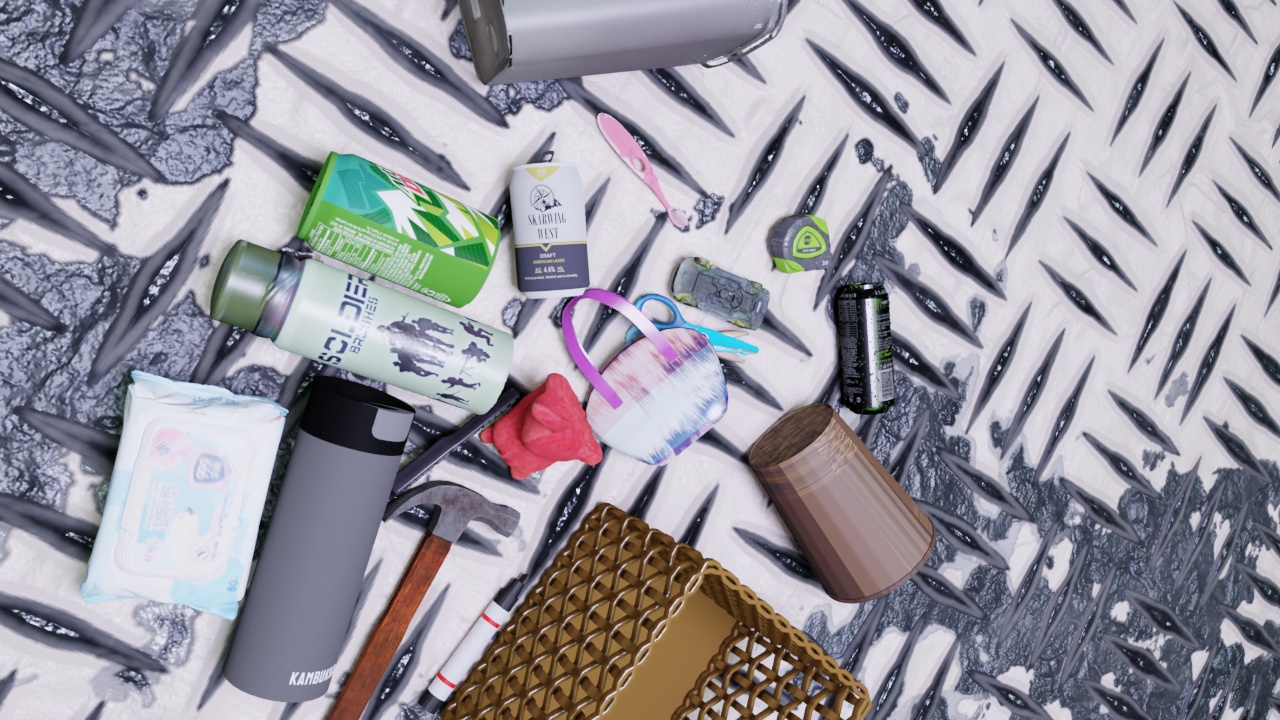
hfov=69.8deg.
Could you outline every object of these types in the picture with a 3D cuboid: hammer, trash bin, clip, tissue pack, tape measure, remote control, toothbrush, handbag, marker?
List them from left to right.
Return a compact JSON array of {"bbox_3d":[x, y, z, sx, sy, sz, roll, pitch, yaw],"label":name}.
[{"bbox_3d":[-0.346,0.106,0.699,0.112,0.070,0.182,14,89,-26],"label":"tissue pack"},{"bbox_3d":[-0.222,0.244,0.793,0.111,0.028,0.300,31,82,-25],"label":"hammer"},{"bbox_3d":[-0.163,0.069,0.804,0.136,0.032,0.015,-40,90,-19],"label":"remote control"},{"bbox_3d":[-0.148,0.253,0.833,0.019,0.019,0.145,42,77,-22],"label":"marker"},{"bbox_3d":[-0.032,-0.328,0.751,0.219,0.197,0.197,-17,102,-17],"label":"trash bin"},{"bbox_3d":[-0.005,0.005,0.855,0.144,0.068,0.170,-40,102,4],"label":"handbag"},{"bbox_3d":[0.003,-0.179,0.868,0.021,0.016,0.135,-46,112,-15],"label":"toothbrush"},{"bbox_3d":[0.080,-0.011,0.917,0.060,0.024,0.039,-7,95,-15],"label":"clip"},{"bbox_3d":[0.162,-0.120,0.939,0.065,0.036,0.059,-7,107,-28],"label":"tape measure"}]

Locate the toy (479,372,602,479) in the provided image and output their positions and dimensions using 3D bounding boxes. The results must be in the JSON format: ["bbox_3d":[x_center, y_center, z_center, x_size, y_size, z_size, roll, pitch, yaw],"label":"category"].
[{"bbox_3d":[-0.088,0.066,0.791,0.094,0.133,0.088,-29,87,-8],"label":"toy"}]

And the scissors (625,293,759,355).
[{"bbox_3d":[0.053,-0.023,0.891,0.135,0.015,0.066,13,95,-10],"label":"scissors"}]

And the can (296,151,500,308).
[{"bbox_3d":[-0.194,-0.105,0.744,0.144,0.083,0.083,22,85,-25],"label":"can"}]

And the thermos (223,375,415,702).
[{"bbox_3d":[-0.253,0.139,0.730,0.082,0.082,0.240,17,91,-26],"label":"thermos"}]

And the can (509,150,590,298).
[{"bbox_3d":[-0.080,-0.120,0.807,0.064,0.064,0.127,-7,97,-25],"label":"can"}]

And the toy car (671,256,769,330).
[{"bbox_3d":[0.077,-0.066,0.904,0.105,0.033,0.048,21,87,-21],"label":"toy car"}]

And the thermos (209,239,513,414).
[{"bbox_3d":[-0.222,-0.029,0.744,0.231,0.082,0.082,21,85,-25],"label":"thermos"}]

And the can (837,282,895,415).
[{"bbox_3d":[0.240,-0.012,0.973,0.053,0.054,0.138,-9,98,-25],"label":"can"}]

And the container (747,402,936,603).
[{"bbox_3d":[0.198,0.138,0.933,0.132,0.132,0.167,-41,104,-17],"label":"container"}]

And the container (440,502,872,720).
[{"bbox_3d":[0.005,0.303,0.802,0.219,0.214,0.251,43,76,-22],"label":"container"}]
